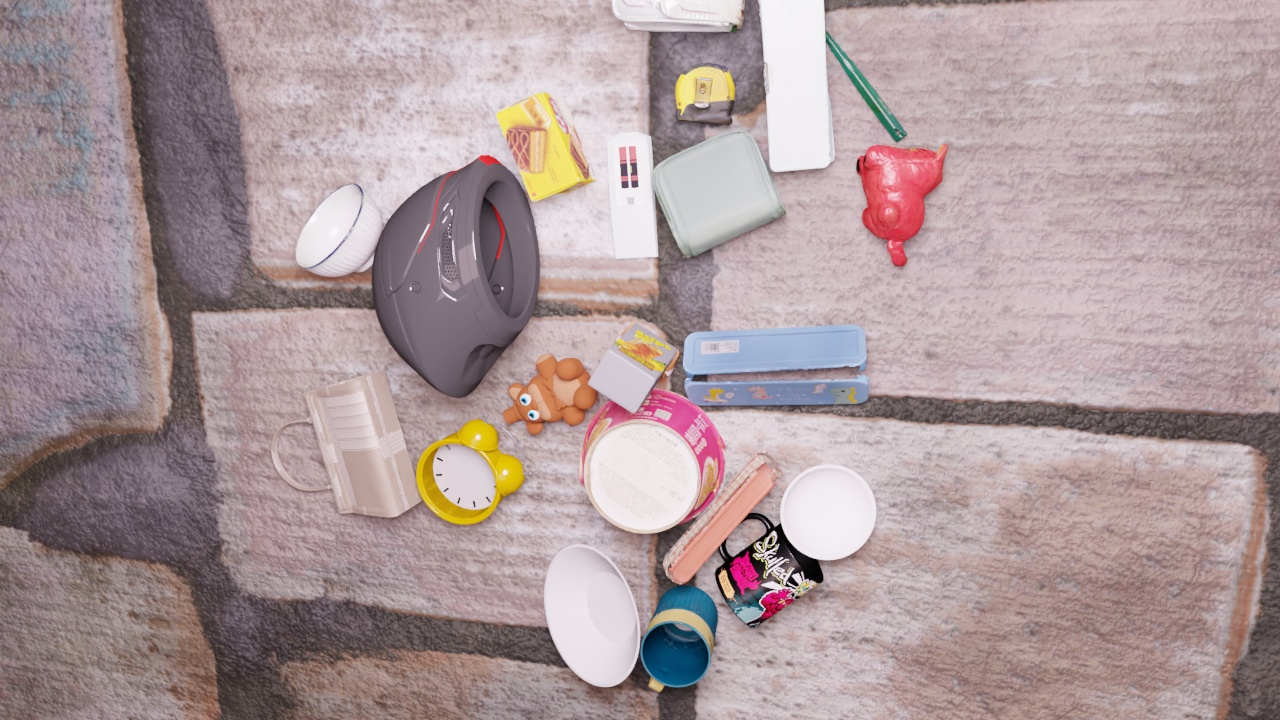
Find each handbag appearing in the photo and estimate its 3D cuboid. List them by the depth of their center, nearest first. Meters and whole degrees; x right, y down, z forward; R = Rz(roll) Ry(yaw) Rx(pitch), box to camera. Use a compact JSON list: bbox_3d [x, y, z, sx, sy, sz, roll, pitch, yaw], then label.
[{"bbox_3d":[0.046,-0.447,0.950,0.142,0.096,0.198,4,101,10],"label":"handbag"},{"bbox_3d":[0.085,-0.183,1.011,0.122,0.067,0.106,-22,88,15],"label":"handbag"},{"bbox_3d":[-0.398,0.118,1.185,0.198,0.062,0.175,-10,99,23],"label":"handbag"}]

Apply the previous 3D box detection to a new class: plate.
[{"bbox_3d":[-0.050,0.310,1.135,0.174,0.036,0.174,6,99,44],"label":"plate"}]

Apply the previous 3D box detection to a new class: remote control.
[{"bbox_3d":[-0.010,-0.188,1.052,0.050,0.024,0.143,-1,101,12],"label":"remote control"}]

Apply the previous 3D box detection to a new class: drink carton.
[{"bbox_3d":[-0.006,0.006,1.040,0.076,0.124,0.049,33,111,3],"label":"drink carton"}]

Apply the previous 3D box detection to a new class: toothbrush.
[{"bbox_3d":[0.224,-0.314,0.981,0.016,0.017,0.190,-37,92,18],"label":"toothbrush"}]

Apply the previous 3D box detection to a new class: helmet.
[{"bbox_3d":[-0.219,-0.089,1.044,0.170,0.164,0.264,-5,92,24],"label":"helmet"}]

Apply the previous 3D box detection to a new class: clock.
[{"bbox_3d":[-0.211,0.139,1.150,0.152,0.052,0.113,-36,93,21],"label":"clock"}]

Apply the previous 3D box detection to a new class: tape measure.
[{"bbox_3d":[0.071,-0.293,1.006,0.065,0.037,0.064,7,103,10],"label":"tape measure"}]

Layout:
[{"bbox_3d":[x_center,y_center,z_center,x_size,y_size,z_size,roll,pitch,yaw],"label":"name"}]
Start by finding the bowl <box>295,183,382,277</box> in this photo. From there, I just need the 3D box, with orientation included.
[{"bbox_3d":[-0.350,-0.146,1.101,0.118,0.118,0.062,-37,135,16],"label":"bowl"}]

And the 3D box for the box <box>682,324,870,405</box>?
[{"bbox_3d":[0.156,0.006,1.057,0.209,0.078,0.073,-1,58,13],"label":"box"}]

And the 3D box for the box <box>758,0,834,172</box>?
[{"bbox_3d":[0.167,-0.302,0.972,0.083,0.065,0.199,2,106,34],"label":"box"}]

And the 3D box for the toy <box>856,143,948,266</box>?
[{"bbox_3d":[0.285,-0.165,0.970,0.094,0.088,0.133,-8,101,2],"label":"toy"}]

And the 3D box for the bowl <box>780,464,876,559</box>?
[{"bbox_3d":[0.214,0.173,1.069,0.110,0.040,0.110,0,93,-2],"label":"bowl"}]

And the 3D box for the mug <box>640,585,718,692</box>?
[{"bbox_3d":[0.042,0.342,1.110,0.083,0.107,0.114,26,105,3],"label":"mug"}]

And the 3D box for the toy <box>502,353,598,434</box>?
[{"bbox_3d":[-0.114,0.044,1.104,0.128,0.065,0.095,-26,93,21],"label":"toy"}]

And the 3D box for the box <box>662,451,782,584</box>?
[{"bbox_3d":[0.098,0.186,1.093,0.058,0.062,0.188,41,95,-15],"label":"box"}]

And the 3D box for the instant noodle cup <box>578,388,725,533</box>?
[{"bbox_3d":[0.007,0.128,1.087,0.179,0.077,0.179,2,102,11],"label":"instant noodle cup"}]

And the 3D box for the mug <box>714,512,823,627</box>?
[{"bbox_3d":[0.143,0.239,1.089,0.098,0.081,0.118,-40,64,16],"label":"mug"}]

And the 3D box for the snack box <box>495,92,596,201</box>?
[{"bbox_3d":[-0.104,-0.239,1.030,0.061,0.083,0.106,-20,98,15],"label":"snack box"}]
